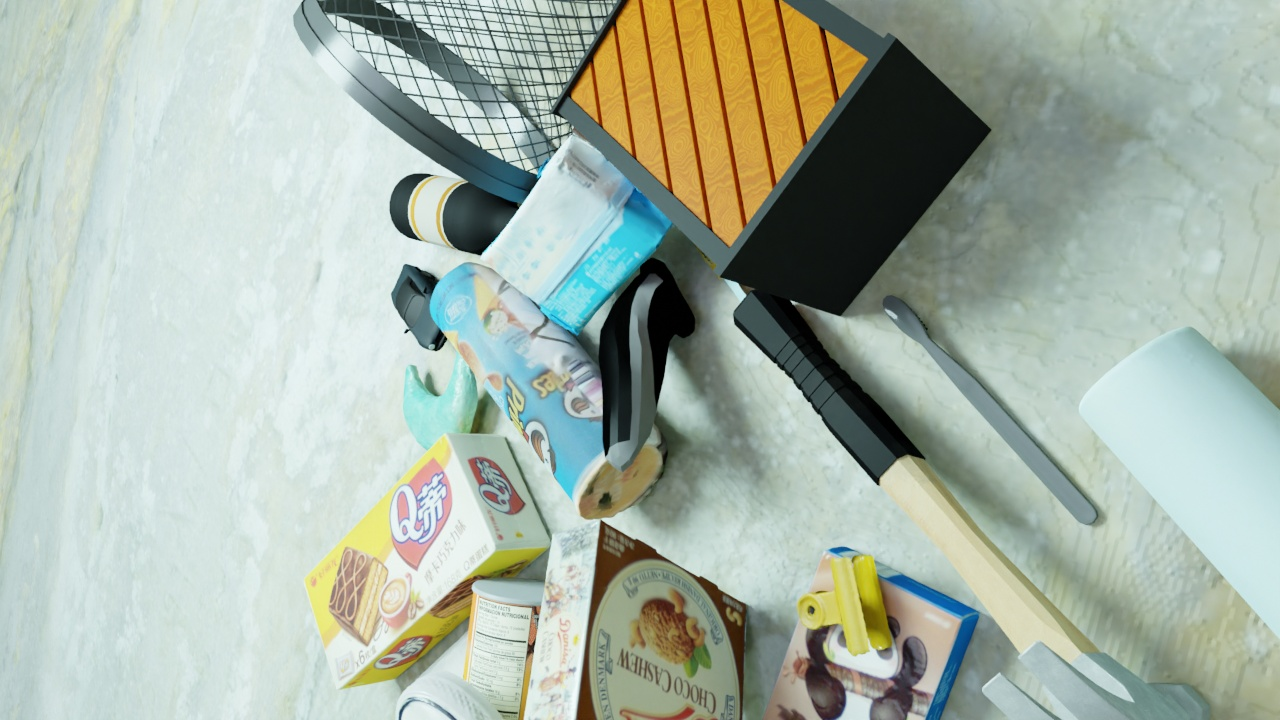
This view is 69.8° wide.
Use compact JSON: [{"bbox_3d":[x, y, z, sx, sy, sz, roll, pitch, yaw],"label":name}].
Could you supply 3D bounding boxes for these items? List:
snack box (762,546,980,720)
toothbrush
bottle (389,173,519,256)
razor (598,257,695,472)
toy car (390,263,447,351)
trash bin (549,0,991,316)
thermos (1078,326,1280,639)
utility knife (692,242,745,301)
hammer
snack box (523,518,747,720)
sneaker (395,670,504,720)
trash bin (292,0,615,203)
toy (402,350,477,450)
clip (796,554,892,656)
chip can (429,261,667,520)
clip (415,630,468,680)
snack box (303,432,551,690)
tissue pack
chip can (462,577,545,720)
[{"bbox_3d":[0.125,0.194,0.529,0.087,0.034,0.151,23,99,38],"label":"snack box"},{"bbox_3d":[0.192,0.023,0.513,0.013,0.013,0.167,-48,59,23],"label":"toothbrush"},{"bbox_3d":[-0.132,-0.116,0.757,0.182,0.059,0.059,17,95,38],"label":"bottle"},{"bbox_3d":[-0.004,0.004,0.610,0.057,0.060,0.155,115,177,-51],"label":"razor"},{"bbox_3d":[-0.193,-0.048,0.802,0.112,0.034,0.046,44,111,49],"label":"toy car"},{"bbox_3d":[0.074,-0.143,0.546,0.172,0.139,0.140,49,113,32],"label":"trash bin"},{"bbox_3d":[0.286,0.081,0.397,0.206,0.065,0.078,58,141,28],"label":"thermos"},{"bbox_3d":[0.032,-0.103,0.648,0.017,0.030,0.179,-31,62,-8],"label":"utility knife"},{"bbox_3d":[0.149,0.071,0.490,0.039,0.131,0.328,-52,48,20],"label":"hammer"},{"bbox_3d":[0.002,0.187,0.528,0.041,0.143,0.146,-23,44,35],"label":"snack box"},{"bbox_3d":[-0.105,0.314,0.565,0.119,0.087,0.241,-46,66,30],"label":"sneaker"},{"bbox_3d":[-0.086,-0.270,0.649,0.228,0.217,0.217,-48,58,18],"label":"trash bin"},{"bbox_3d":[-0.169,0.037,0.780,0.105,0.033,0.085,-17,79,45],"label":"toy"},{"bbox_3d":[0.110,0.136,0.507,0.049,0.045,0.054,-12,75,10],"label":"clip"},{"bbox_3d":[-0.073,0.013,0.685,0.229,0.079,0.080,47,112,33],"label":"chip can"},{"bbox_3d":[-0.134,0.256,0.743,0.102,0.050,0.058,-46,66,26],"label":"clip"},{"bbox_3d":[-0.183,0.167,0.759,0.231,0.061,0.110,-43,60,26],"label":"snack box"},{"bbox_3d":[-0.044,-0.087,0.636,0.145,0.093,0.061,-44,14,41],"label":"tissue pack"},{"bbox_3d":[-0.098,0.274,0.668,0.075,0.075,0.215,5,87,39],"label":"chip can"}]
